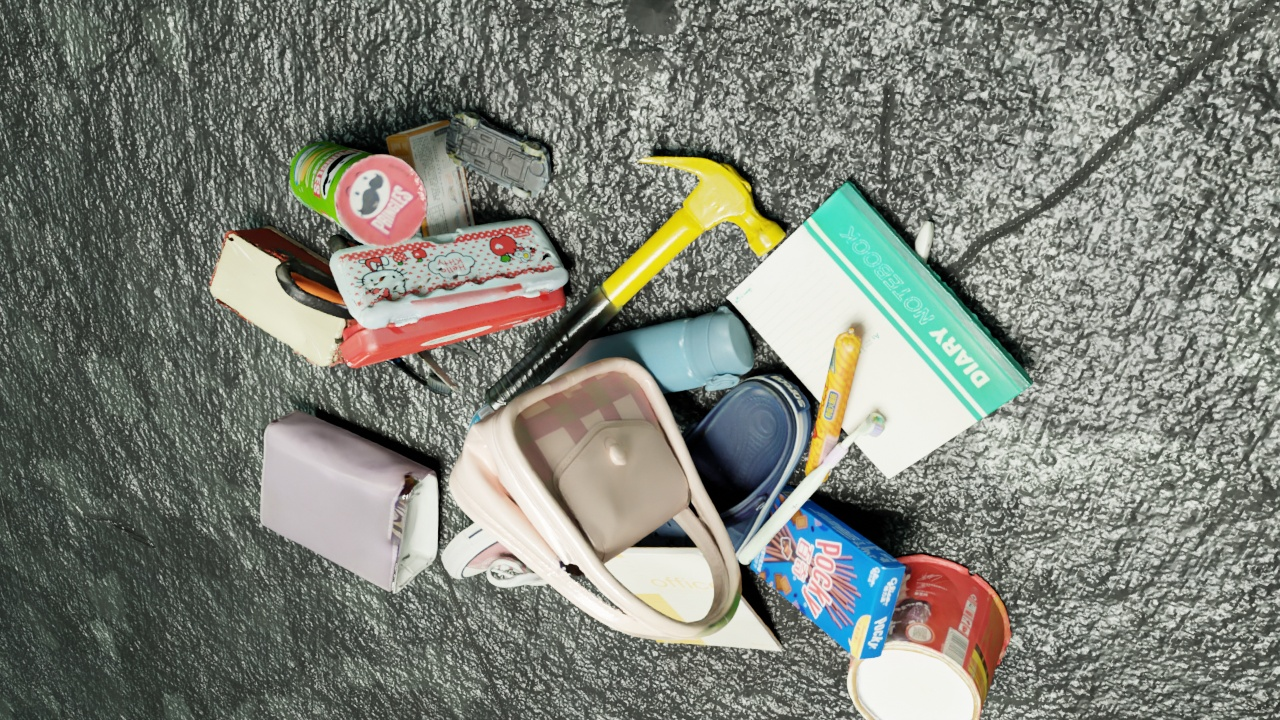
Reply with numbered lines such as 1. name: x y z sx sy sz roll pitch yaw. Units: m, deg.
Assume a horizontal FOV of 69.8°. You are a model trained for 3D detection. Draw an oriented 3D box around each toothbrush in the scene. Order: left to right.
1. toothbrush: -0.281 -0.009 0.994 0.189 0.014 0.016 28 121 13
2. toothbrush: 0.142 0.115 0.786 0.020 0.029 0.190 47 119 18
3. toothbrush: 0.208 -0.025 0.744 0.017 0.016 0.188 22 122 27

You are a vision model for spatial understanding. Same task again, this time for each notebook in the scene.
1. notebook: 0.037 0.234 0.896 0.146 0.010 0.206 -6 139 29
2. notebook: 0.186 -0.019 0.742 0.209 0.012 0.151 49 128 5

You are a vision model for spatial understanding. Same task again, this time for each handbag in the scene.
1. handbag: -0.328 0.152 1.043 0.197 0.098 0.145 21 122 18
2. handbag: -0.014 0.117 0.719 0.234 0.192 0.094 50 124 12

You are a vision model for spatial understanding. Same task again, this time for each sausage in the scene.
1. sausage: 0.159 0.042 0.762 0.021 0.021 0.165 18 127 18

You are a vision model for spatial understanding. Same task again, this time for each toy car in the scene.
1. toy car: -0.125 -0.185 0.821 0.105 0.031 0.049 28 123 8

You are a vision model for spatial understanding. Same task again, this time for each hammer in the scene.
1. hammer: -0.026 -0.056 0.790 0.301 0.032 0.129 -42 86 18

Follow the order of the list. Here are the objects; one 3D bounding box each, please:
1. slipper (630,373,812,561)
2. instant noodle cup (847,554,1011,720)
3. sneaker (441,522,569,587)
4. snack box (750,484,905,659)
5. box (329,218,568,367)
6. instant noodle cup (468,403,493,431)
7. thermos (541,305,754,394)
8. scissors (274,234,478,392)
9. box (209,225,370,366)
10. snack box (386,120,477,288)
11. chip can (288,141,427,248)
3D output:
1. slipper: 0.062 0.119 0.824 0.105 0.095 0.253 50 127 24
2. instant noodle cup: 0.245 0.256 0.802 0.138 0.108 0.138 11 117 22
3. sneaker: -0.111 0.191 0.953 0.242 0.118 0.088 -32 77 29
4. snack box: 0.156 0.178 0.794 0.157 0.026 0.084 33 116 56
5. box: -0.167 -0.069 0.804 0.096 0.201 0.100 -19 88 56
6. instant noodle cup: -0.124 0.087 0.894 0.099 0.110 0.099 -7 110 -19
7. thermos: -0.005 0.005 0.832 0.221 0.070 0.070 -11 108 31
8. scissors: -0.247 -0.053 0.873 0.022 0.220 0.233 -49 61 14
9. box: -0.368 -0.065 0.962 0.168 0.077 0.091 31 110 11
10. snack box: -0.187 -0.138 0.848 0.026 0.075 0.154 2 114 24
11. chip can: -0.253 -0.151 0.803 0.236 0.072 0.072 28 132 57
